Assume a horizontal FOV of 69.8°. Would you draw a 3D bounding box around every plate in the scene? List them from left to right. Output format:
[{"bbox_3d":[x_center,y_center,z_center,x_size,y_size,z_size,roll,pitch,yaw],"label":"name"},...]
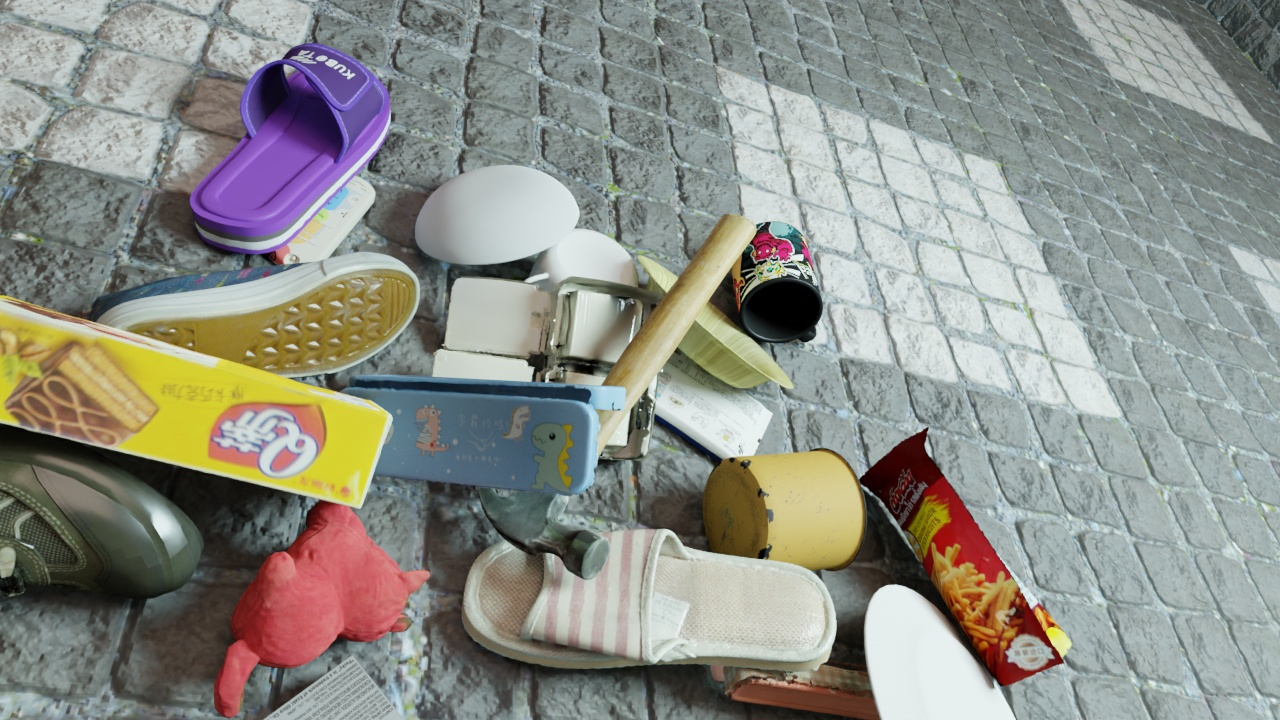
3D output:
[{"bbox_3d":[0.058,-0.023,0.843,0.184,0.036,0.184,38,12,-10],"label":"plate"},{"bbox_3d":[0.242,0.275,0.668,0.242,0.016,0.242,38,31,-29],"label":"plate"}]

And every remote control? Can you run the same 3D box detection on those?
[{"bbox_3d":[-0.272,-0.118,0.791,0.038,0.018,0.125,27,46,-6],"label":"remote control"}]

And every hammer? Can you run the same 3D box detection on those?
[{"bbox_3d":[-0.004,0.004,0.703,0.132,0.033,0.329,18,59,31],"label":"hammer"}]

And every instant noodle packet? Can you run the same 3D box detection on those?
[{"bbox_3d":[0.052,0.037,0.830,0.134,0.026,0.086,33,44,1],"label":"instant noodle packet"}]

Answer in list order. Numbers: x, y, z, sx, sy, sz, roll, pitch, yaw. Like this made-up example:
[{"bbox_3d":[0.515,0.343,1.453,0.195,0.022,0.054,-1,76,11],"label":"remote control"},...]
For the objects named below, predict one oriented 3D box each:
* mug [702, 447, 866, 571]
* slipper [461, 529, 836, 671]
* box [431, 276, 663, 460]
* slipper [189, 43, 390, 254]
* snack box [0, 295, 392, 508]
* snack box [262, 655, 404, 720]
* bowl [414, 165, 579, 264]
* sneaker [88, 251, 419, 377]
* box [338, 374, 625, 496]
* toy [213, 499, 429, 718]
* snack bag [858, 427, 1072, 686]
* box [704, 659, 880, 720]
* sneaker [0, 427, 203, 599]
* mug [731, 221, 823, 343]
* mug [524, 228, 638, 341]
[{"bbox_3d":[0.106,0.121,0.747,0.094,0.100,0.124,-1,12,-27],"label":"mug"},{"bbox_3d":[0.010,0.165,0.635,0.263,0.052,0.114,6,42,-5],"label":"slipper"},{"bbox_3d":[-0.074,0.001,0.748,0.187,0.058,0.144,10,82,-14],"label":"box"},{"bbox_3d":[-0.296,-0.209,0.792,0.107,0.084,0.265,14,47,2],"label":"slipper"},{"bbox_3d":[-0.277,0.024,0.553,0.230,0.110,0.061,19,85,-23],"label":"snack box"},{"bbox_3d":[-0.148,0.272,0.511,0.186,0.032,0.100,46,46,13],"label":"snack box"},{"bbox_3d":[-0.131,-0.141,0.822,0.149,0.043,0.149,-4,36,3],"label":"bowl"},{"bbox_3d":[-0.283,-0.034,0.683,0.234,0.088,0.079,-17,37,-36],"label":"sneaker"},{"bbox_3d":[-0.115,0.048,0.654,0.209,0.073,0.085,2,80,21],"label":"box"},{"bbox_3d":[-0.193,0.156,0.549,0.094,0.088,0.132,35,45,-2],"label":"toy"},{"bbox_3d":[0.270,0.164,0.774,0.066,0.139,0.207,-24,70,-13],"label":"snack bag"},{"bbox_3d":[0.141,0.240,0.687,0.187,0.056,0.071,15,15,-19],"label":"box"},{"bbox_3d":[-0.372,0.106,0.482,0.238,0.101,0.142,19,47,-13],"label":"sneaker"},{"bbox_3d":[0.146,-0.069,0.940,0.118,0.082,0.098,46,27,-34],"label":"mug"},{"bbox_3d":[-0.062,-0.066,0.826,0.115,0.068,0.094,-13,60,-36],"label":"mug"}]
